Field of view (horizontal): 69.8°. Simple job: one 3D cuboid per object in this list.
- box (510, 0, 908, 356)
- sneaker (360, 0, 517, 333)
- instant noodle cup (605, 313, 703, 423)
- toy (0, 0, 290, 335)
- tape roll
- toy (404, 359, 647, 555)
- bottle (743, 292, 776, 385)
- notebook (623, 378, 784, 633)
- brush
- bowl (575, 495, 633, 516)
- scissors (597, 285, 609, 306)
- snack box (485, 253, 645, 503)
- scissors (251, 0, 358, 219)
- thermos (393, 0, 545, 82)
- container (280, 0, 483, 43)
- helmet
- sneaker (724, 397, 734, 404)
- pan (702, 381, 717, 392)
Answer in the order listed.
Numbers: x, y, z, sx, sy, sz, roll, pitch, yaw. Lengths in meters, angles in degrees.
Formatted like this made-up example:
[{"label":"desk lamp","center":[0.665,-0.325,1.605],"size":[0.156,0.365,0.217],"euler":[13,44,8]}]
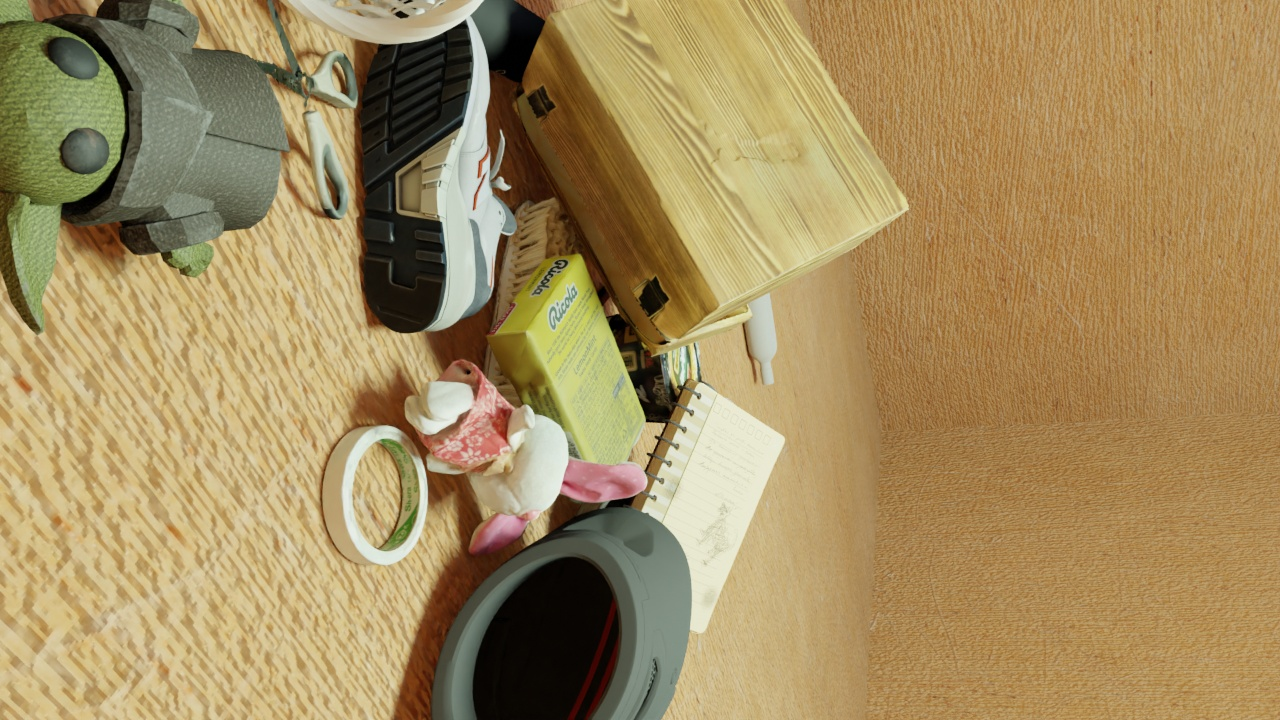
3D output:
[{"label":"box","center":[0.023,-0.159,0.863],"size":[0.268,0.264,0.279],"euler":[-27,86,-28]},{"label":"sneaker","center":[-0.143,-0.134,0.687],"size":[0.124,0.089,0.239],"euler":[15,80,-73]},{"label":"instant noodle cup","center":[-0.006,0.006,0.960],"size":[0.137,0.112,0.137],"euler":[-5,90,-70]},{"label":"toy","center":[-0.235,-0.109,0.428],"size":[0.152,0.078,0.179],"euler":[-17,104,-68]},{"label":"tape roll","center":[-0.178,0.091,0.622],"size":[0.093,0.018,0.094],"euler":[-5,90,-69]},{"label":"toy","center":[-0.099,0.072,0.677],"size":[0.194,0.159,0.084],"euler":[53,19,-44]},{"label":"bottle","center":[0.212,-0.051,1.627],"size":[0.052,0.052,0.195],"euler":[-46,128,-63]},{"label":"notebook","center":[0.051,0.147,0.906],"size":[0.167,0.024,0.225],"euler":[33,77,-40]},{"label":"brush","center":[-0.093,-0.025,0.813],"size":[0.083,0.057,0.270],"euler":[47,43,-54]},{"label":"bowl","center":[-0.016,0.173,0.916],"size":[0.144,0.067,0.145],"euler":[-9,104,-38]},{"label":"scissors","center":[-0.037,-0.110,1.041],"size":[0.179,0.015,0.194],"euler":[63,29,-45]},{"label":"snack box","center":[-0.056,0.018,0.760],"size":[0.121,0.045,0.181],"euler":[-64,140,-49]},{"label":"scissors","center":[-0.201,-0.159,0.566],"size":[0.168,0.012,0.158],"euler":[-88,177,-58]},{"label":"thermos","center":[-0.120,-0.281,0.792],"size":[0.231,0.061,0.061],"euler":[-8,93,-69]},{"label":"container","center":[-0.143,-0.324,0.564],"size":[0.186,0.190,0.189],"euler":[-73,150,-46]},{"label":"helmet","center":[-0.051,0.232,0.717],"size":[0.170,0.164,0.264],"euler":[77,33,-54]},{"label":"sneaker","center":[0.067,0.154,1.002],"size":[0.118,0.088,0.242],"euler":[-34,150,-56]},{"label":"pan","center":[0.056,0.076,1.211],"size":[0.357,0.055,0.187],"euler":[58,34,-58]}]
